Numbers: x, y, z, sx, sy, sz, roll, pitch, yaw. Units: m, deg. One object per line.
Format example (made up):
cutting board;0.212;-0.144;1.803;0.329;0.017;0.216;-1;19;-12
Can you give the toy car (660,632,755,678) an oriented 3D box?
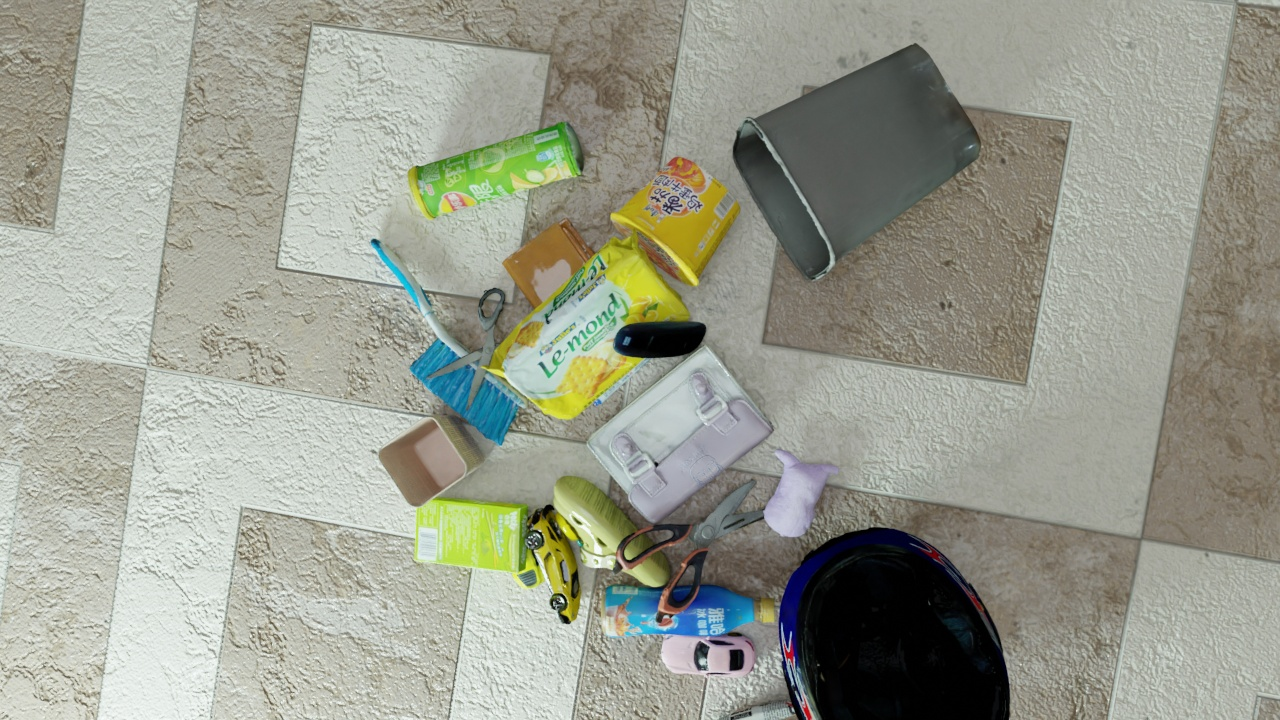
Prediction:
toy car;0.087;0.379;1.183;0.122;0.037;0.056;1;89;7

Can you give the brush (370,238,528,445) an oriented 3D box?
brush;-0.270;-0.026;1.210;0.314;0.060;0.109;39;89;7

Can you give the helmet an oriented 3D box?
helmet;0.275;0.322;1.055;0.247;0.240;0.315;-26;97;2

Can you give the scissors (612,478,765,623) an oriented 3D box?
scissors;0.066;0.231;1.147;0.189;0.015;0.221;20;76;-15

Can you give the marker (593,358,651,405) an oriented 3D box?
marker;-0.007;0.007;1.197;0.146;0.017;0.017;-42;87;5

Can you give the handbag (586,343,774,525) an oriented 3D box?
handbag;0.051;0.093;1.156;0.197;0.098;0.145;-40;92;6

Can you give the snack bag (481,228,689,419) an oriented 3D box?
snack bag;-0.063;-0.037;1.141;0.246;0.158;0.068;-41;50;4

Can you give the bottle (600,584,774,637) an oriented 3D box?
bottle;0.061;0.319;1.171;0.219;0.065;0.065;-2;91;5

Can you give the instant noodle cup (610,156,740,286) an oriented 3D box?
instant noodle cup;0.049;-0.176;1.135;0.138;0.138;0.109;38;86;4

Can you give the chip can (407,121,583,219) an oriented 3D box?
chip can;-0.183;-0.245;1.184;0.221;0.072;0.072;-15;89;7

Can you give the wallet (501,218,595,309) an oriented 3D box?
wallet;-0.102;-0.106;1.197;0.108;0.031;0.132;-37;84;4

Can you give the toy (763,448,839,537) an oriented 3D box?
toy;0.195;0.172;1.166;0.084;0.039;0.108;20;95;5

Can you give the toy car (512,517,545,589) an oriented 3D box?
toy car;-0.158;0.250;1.209;0.048;0.032;0.105;-23;87;6

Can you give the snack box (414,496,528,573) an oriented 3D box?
snack box;-0.222;0.226;1.200;0.156;0.026;0.086;1;90;20

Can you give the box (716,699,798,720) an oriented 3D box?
box;0.162;0.453;1.163;0.163;0.074;0.081;-17;100;8

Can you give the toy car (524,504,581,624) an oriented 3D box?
toy car;-0.107;0.263;1.185;0.041;0.071;0.156;-19;91;10

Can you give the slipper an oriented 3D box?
slipper;-0.048;0.231;1.170;0.190;0.091;0.082;42;97;1

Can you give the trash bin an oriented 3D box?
trash bin;0.251;-0.238;1.085;0.220;0.199;0.198;-32;88;-1

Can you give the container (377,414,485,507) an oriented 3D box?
container;-0.262;0.123;1.178;0.090;0.111;0.090;-35;87;5

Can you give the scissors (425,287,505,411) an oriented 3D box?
scissors;-0.195;-0.019;1.183;0.180;0.014;0.159;-11;70;-19

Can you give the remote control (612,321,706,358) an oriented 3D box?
remote control;0.029;-0.024;1.147;0.024;0.136;0.053;53;134;41
